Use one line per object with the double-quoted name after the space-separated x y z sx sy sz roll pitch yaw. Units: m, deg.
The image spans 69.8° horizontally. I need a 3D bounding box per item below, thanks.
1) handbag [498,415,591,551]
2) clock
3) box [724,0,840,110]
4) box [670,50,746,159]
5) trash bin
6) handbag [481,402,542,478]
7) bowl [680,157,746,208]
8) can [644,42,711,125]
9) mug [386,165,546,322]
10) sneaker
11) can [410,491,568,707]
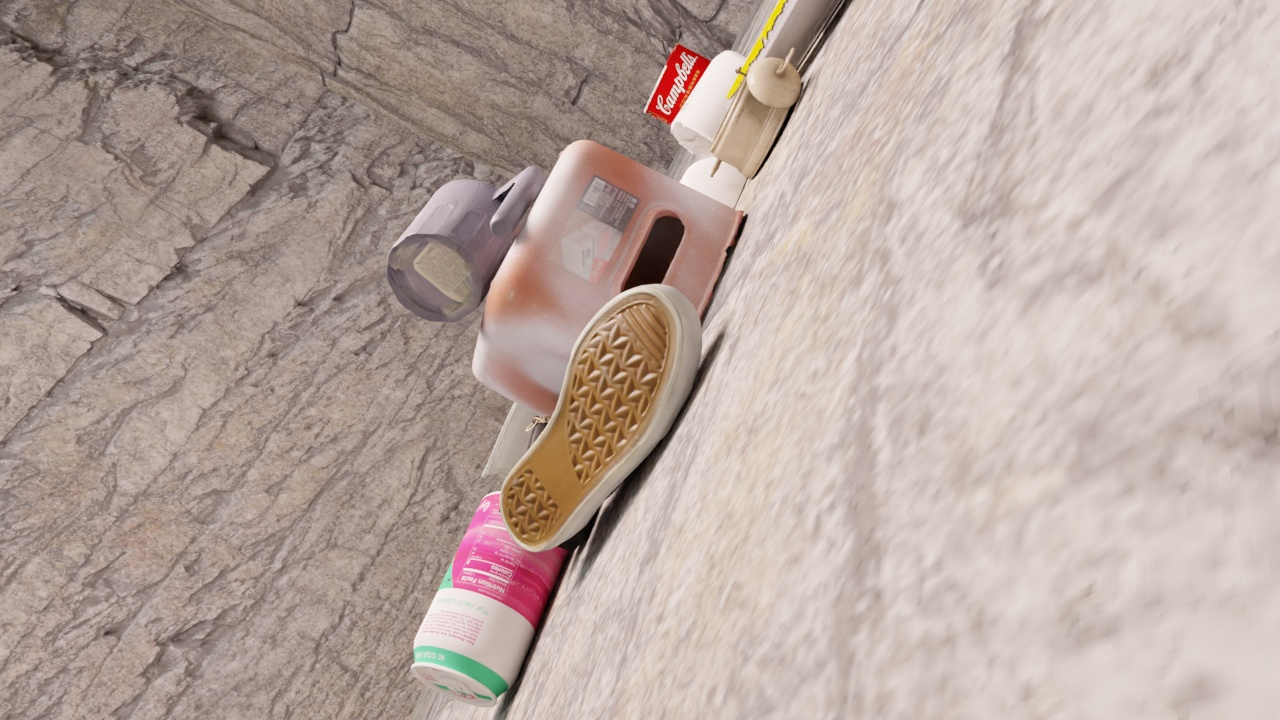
-0.070 0.100 0.768 0.054 0.079 0.128 -56 12 45 "handbag"
0.098 -0.217 0.779 0.141 0.054 0.092 122 172 -65 "clock"
0.147 -0.306 0.810 0.127 0.045 0.210 -51 -2 -28 "box"
0.079 -0.239 0.972 0.165 0.094 0.084 -55 8 -5 "box"
-0.042 -0.049 0.803 0.181 0.157 0.260 -66 5 -19 "trash bin"
-0.089 0.066 1.071 0.199 0.096 0.141 -61 -8 33 "handbag"
0.056 -0.148 0.880 0.115 0.050 0.114 -63 5 10 "bowl"
0.075 -0.300 1.061 0.087 0.116 0.086 -63 5 10 "can"
-0.135 -0.099 0.736 0.124 0.084 0.103 -30 22 26 "mug"
-0.016 0.045 0.646 0.079 0.087 0.236 -13 -36 -50 "sneaker"
-0.122 0.196 0.772 0.088 0.088 0.165 -57 9 54 "can"
